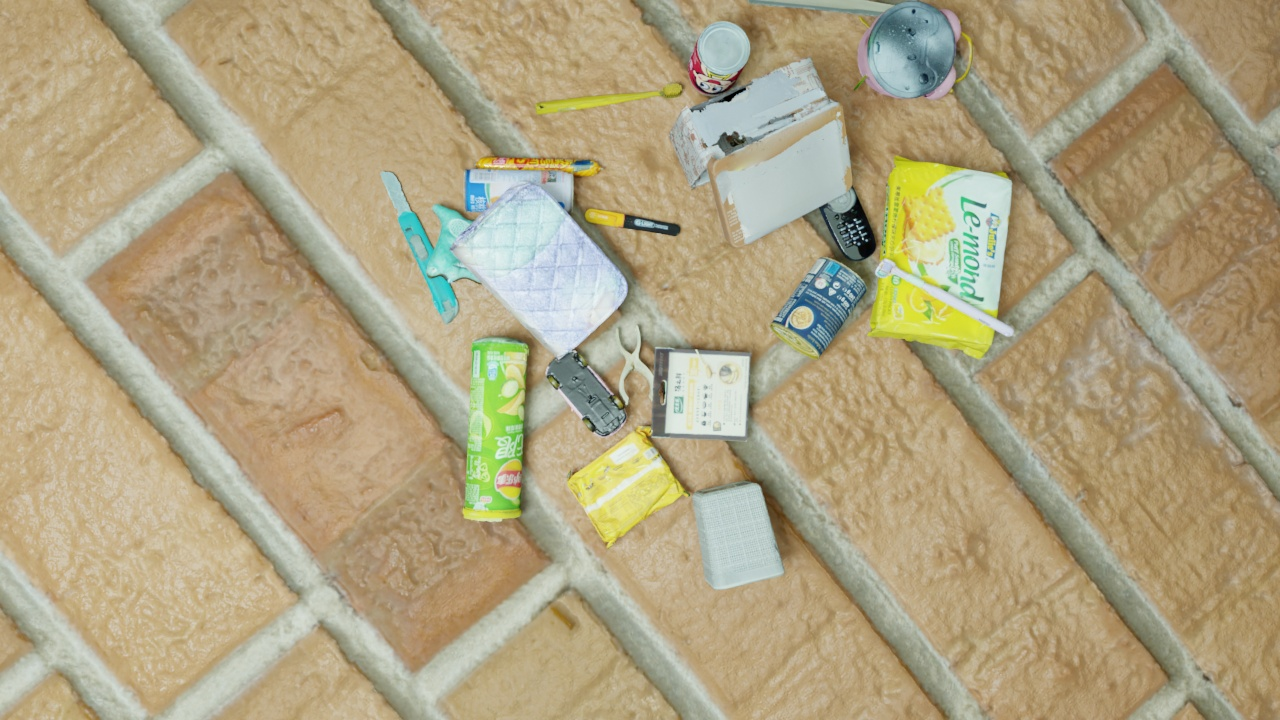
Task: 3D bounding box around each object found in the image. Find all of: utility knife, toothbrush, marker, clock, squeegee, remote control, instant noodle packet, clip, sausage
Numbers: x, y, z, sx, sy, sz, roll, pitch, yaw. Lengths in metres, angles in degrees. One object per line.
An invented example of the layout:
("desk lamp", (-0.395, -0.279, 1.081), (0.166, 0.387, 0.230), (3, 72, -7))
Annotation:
("utility knife", (-0.277, -0.143, 1.148), (0.029, 0.013, 0.207), (-25, 91, -10))
("toothbrush", (-0.040, -0.335, 1.173), (0.190, 0.016, 0.015), (-9, 88, -5))
("marker", (-0.010, -0.176, 1.173), (0.124, 0.015, 0.018), (9, 92, -7))
("clock", (0.355, -0.395, 1.181), (0.158, 0.060, 0.117), (0, 101, -8))
("squeegee", (0.241, -0.567, 1.193), (0.246, 0.039, 0.246), (-2, 89, -18))
("remote control", (0.262, -0.193, 1.193), (0.053, 0.024, 0.136), (-24, 89, -4))
("instant noodle packet", (-0.016, 0.155, 1.149), (0.128, 0.044, 0.111), (-32, 90, -8))
("toothbrush", (0.379, -0.075, 1.134), (0.189, 0.029, 0.021), (26, 49, -4))
("clip", (0.004, 0.008, 1.162), (0.083, 0.035, 0.104), (8, 80, -2))
("sausage", (-0.128, -0.245, 1.160), (0.165, 0.021, 0.021), (0, 88, -5))

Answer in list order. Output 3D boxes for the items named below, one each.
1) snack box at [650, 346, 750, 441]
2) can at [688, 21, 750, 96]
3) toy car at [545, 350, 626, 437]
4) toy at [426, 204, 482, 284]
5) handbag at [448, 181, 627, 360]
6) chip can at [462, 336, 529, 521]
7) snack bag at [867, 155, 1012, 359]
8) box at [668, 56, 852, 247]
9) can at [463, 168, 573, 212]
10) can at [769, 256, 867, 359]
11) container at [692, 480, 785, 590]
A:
("snack box", (0.073, 0.042, 1.153), (0.125, 0.053, 0.113), (3, 88, -8))
("can", (0.096, -0.374, 1.148), (0.066, 0.094, 0.066), (0, 89, -5))
("toy car", (-0.067, 0.042, 1.152), (0.056, 0.037, 0.122), (-39, 79, -8))
("toy", (-0.230, -0.137, 1.143), (0.096, 0.030, 0.092), (26, 81, -20))
("handbag", (-0.118, -0.112, 1.113), (0.134, 0.075, 0.194), (-43, 107, -1))
("chip can", (-0.176, 0.082, 1.122), (0.072, 0.072, 0.221), (2, 89, -5))
("snack bag", (0.380, -0.134, 1.179), (0.158, 0.068, 0.246), (8, 89, -4))
("box", (0.158, -0.246, 1.123), (0.182, 0.153, 0.178), (-24, 93, -5))
("can", (-0.151, -0.210, 1.141), (0.134, 0.053, 0.053), (0, 88, -5))
("can", (0.226, -0.067, 1.160), (0.075, 0.075, 0.111), (37, 85, -3))
("container", (0.117, 0.213, 1.138), (0.090, 0.090, 0.114), (-12, 87, -6))
